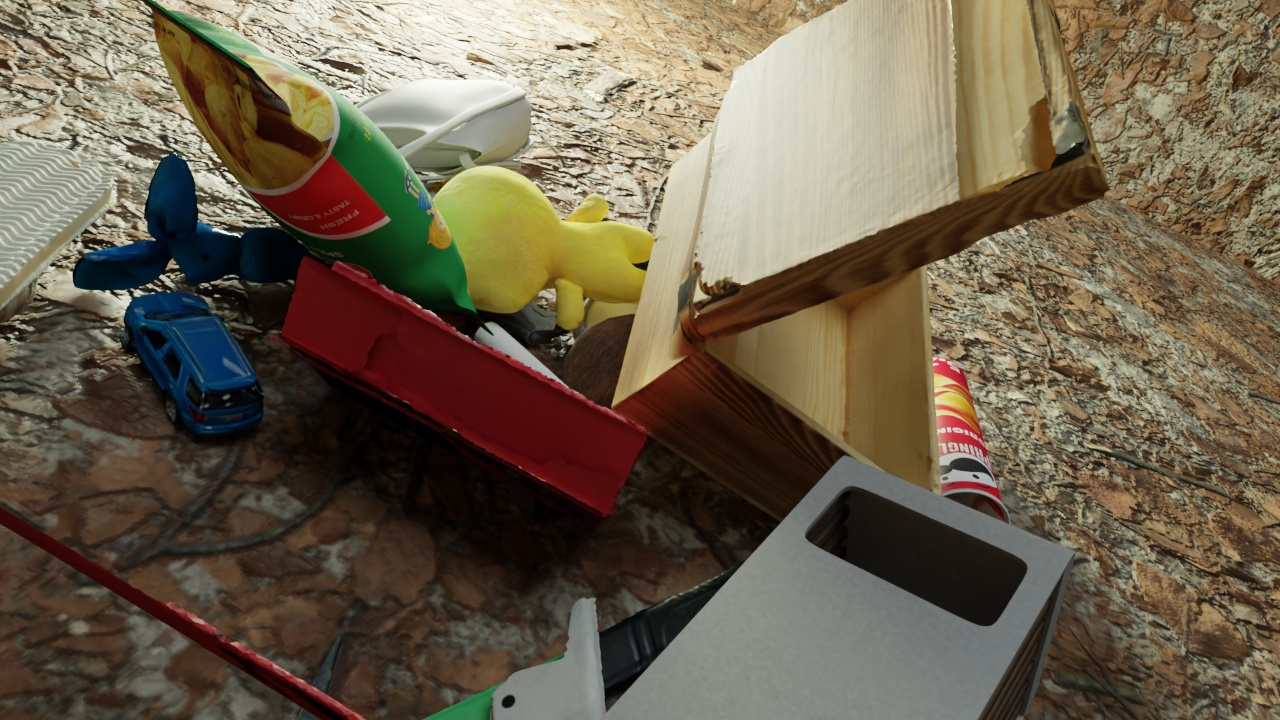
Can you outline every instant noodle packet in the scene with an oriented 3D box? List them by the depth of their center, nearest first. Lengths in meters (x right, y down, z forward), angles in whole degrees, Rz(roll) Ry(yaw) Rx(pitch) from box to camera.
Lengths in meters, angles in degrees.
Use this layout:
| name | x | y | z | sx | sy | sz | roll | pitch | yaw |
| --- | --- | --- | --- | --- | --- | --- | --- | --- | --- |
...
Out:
| name | x | y | z | sx | sy | sz | roll | pitch | yaw |
| --- | --- | --- | --- | --- | --- | --- | --- | --- | --- |
| instant noodle packet | -0.214 | -0.127 | 0.616 | 0.196 | 0.090 | 0.253 | 35 | -12 | 37 |

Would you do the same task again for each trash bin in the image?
| name | x | y | z | sx | sy | sz | roll | pitch | yaw |
| --- | --- | --- | --- | --- | --- | --- | --- | --- | --- |
| trash bin | 0.083 | 0.166 | 0.406 | 0.114 | 0.115 | 0.228 | 23 | 44 | 34 |

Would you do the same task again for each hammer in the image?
| name | x | y | z | sx | sy | sz | roll | pitch | yaw |
| --- | --- | --- | --- | --- | --- | --- | --- | --- | --- |
| hammer | -0.034 | 0.168 | 0.492 | 0.317 | 0.032 | 0.130 | -10 | 45 | -45 |

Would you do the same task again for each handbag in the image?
| name | x | y | z | sx | sy | sz | roll | pitch | yaw |
| --- | --- | --- | --- | --- | --- | --- | --- | --- | --- |
| handbag | -0.223 | -0.195 | 0.853 | 0.216 | 0.096 | 0.222 | 7 | 31 | 23 |

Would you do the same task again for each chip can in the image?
| name | x | y | z | sx | sy | sz | roll | pitch | yaw |
| --- | --- | --- | --- | --- | --- | --- | --- | --- | --- |
| chip can | 0.270 | 0.077 | 0.813 | 0.069 | 0.069 | 0.220 | 24 | 30 | -3 |

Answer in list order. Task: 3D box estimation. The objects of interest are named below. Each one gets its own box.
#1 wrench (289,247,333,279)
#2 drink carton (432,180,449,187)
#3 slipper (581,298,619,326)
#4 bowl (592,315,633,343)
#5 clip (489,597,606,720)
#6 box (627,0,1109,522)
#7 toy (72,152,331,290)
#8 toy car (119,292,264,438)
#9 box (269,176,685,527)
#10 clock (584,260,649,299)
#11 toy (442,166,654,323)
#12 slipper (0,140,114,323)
| name | x | y | z | sx | sy | sz | roll | pitch | yaw |
| --- | --- | --- | --- | --- | --- | --- | --- | --- | --- |
| wrench | -0.182 | -0.057 | 0.735 | 0.273 | 0.022 | 0.073 | 12 | 32 | -23 |
| drink carton | -0.151 | -0.132 | 0.846 | 0.076 | 0.049 | 0.124 | 39 | 33 | 21 |
| slipper | 0.079 | -0.009 | 0.777 | 0.266 | 0.081 | 0.112 | 23 | 51 | -9 |
| bowl | -0.004 | 0.004 | 0.703 | 0.114 | 0.026 | 0.101 | -6 | 65 | 1 |
| clip | -0.037 | 0.163 | 0.436 | 0.052 | 0.058 | 0.102 | 39 | 21 | -29 |
| box | 0.162 | -0.093 | 0.616 | 0.286 | 0.336 | 0.278 | 33 | 46 | -21 |
| toy | -0.275 | -0.071 | 0.624 | 0.176 | 0.113 | 0.071 | 18 | 45 | -30 |
| toy car | -0.273 | -0.003 | 0.566 | 0.056 | 0.044 | 0.120 | -13 | 47 | -46 |
| box | -0.080 | -0.012 | 0.562 | 0.214 | 0.153 | 0.165 | 27 | -10 | 5 |
| clock | -0.022 | -0.076 | 0.870 | 0.122 | 0.035 | 0.094 | 25 | 31 | 1 |
| toy | -0.087 | -0.095 | 0.742 | 0.207 | 0.092 | 0.133 | 15 | 55 | -15 |
| slipper | -0.414 | -0.058 | 0.540 | 0.115 | 0.052 | 0.262 | 20 | 35 | -6 |
